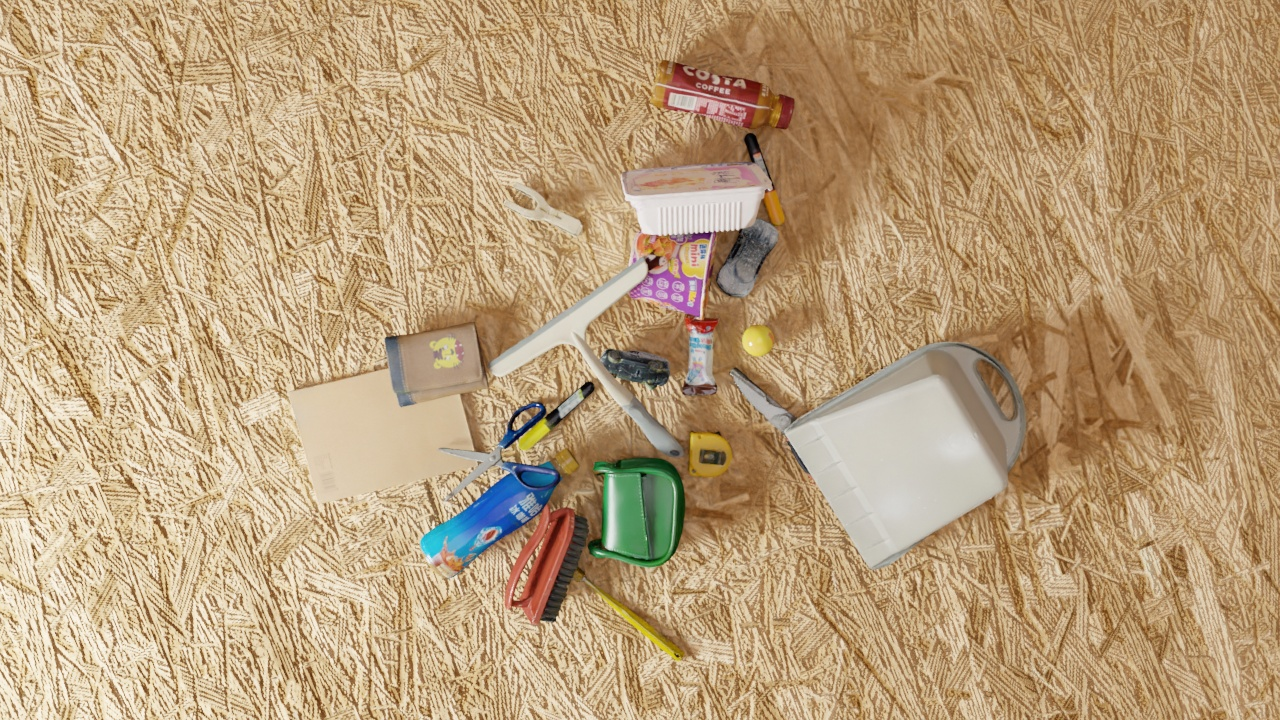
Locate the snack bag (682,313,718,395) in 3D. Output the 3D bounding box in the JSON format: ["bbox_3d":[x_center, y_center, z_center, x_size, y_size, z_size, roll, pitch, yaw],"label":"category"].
[{"bbox_3d":[0.076,-0.007,1.167,0.045,0.026,0.105,1,94,-5],"label":"snack bag"}]

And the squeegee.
[{"bbox_3d":[-0.023,0.039,1.129,0.247,0.039,0.246,-32,109,20],"label":"squeegee"}]

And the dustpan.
[{"bbox_3d":[0.361,0.102,1.177,0.258,0.142,0.222,-30,94,25],"label":"dustpan"}]

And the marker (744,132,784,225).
[{"bbox_3d":[0.157,-0.231,1.168,0.018,0.015,0.124,-18,90,-3],"label":"marker"}]

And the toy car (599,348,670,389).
[{"bbox_3d":[-0.007,0.007,1.158,0.090,0.043,0.034,12,52,-1],"label":"toy car"}]

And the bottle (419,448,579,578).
[{"bbox_3d":[-0.172,0.185,1.146,0.218,0.065,0.065,-37,92,0],"label":"bottle"}]

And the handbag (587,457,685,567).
[{"bbox_3d":[-0.005,0.188,1.155,0.120,0.068,0.131,4,93,7],"label":"handbag"}]

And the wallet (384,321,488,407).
[{"bbox_3d":[-0.254,0.004,1.145,0.115,0.033,0.090,-11,92,-6],"label":"wallet"}]

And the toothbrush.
[{"bbox_3d":[-0.020,0.325,1.179,0.190,0.016,0.015,39,91,-2],"label":"toothbrush"}]

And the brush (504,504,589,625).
[{"bbox_3d":[-0.117,0.250,1.143,0.069,0.063,0.146,20,94,-26],"label":"brush"}]

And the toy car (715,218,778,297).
[{"bbox_3d":[0.135,-0.130,1.162,0.049,0.031,0.105,27,92,-2],"label":"toy car"}]

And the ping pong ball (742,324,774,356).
[{"bbox_3d":[0.149,-0.026,1.160,0.040,0.040,0.040,0,92,-2],"label":"ping pong ball"}]

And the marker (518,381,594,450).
[{"bbox_3d":[-0.107,0.070,1.171,0.124,0.015,0.018,-42,86,-3],"label":"marker"}]

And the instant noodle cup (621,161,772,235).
[{"bbox_3d":[0.065,-0.196,1.117,0.173,0.137,0.060,-3,114,-2],"label":"instant noodle cup"}]

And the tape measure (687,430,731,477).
[{"bbox_3d":[0.088,0.120,1.170,0.057,0.029,0.060,2,92,-2],"label":"tape measure"}]

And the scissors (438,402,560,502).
[{"bbox_3d":[-0.169,0.120,1.136,0.162,0.012,0.175,29,67,26],"label":"scissors"}]

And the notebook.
[{"bbox_3d":[-0.326,0.087,1.166,0.211,0.012,0.149,-14,93,-1],"label":"notebook"}]

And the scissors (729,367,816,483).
[{"bbox_3d":[0.206,0.075,1.179,0.177,0.015,0.210,-13,92,0],"label":"scissors"}]

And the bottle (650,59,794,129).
[{"bbox_3d":[0.102,-0.326,1.141,0.175,0.057,0.057,13,91,-2],"label":"bottle"}]

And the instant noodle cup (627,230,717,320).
[{"bbox_3d":[0.038,-0.112,1.126,0.099,0.111,0.111,9,91,5],"label":"instant noodle cup"}]

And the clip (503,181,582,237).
[{"bbox_3d":[-0.120,-0.185,1.147,0.101,0.076,0.035,29,90,-2],"label":"clip"}]
